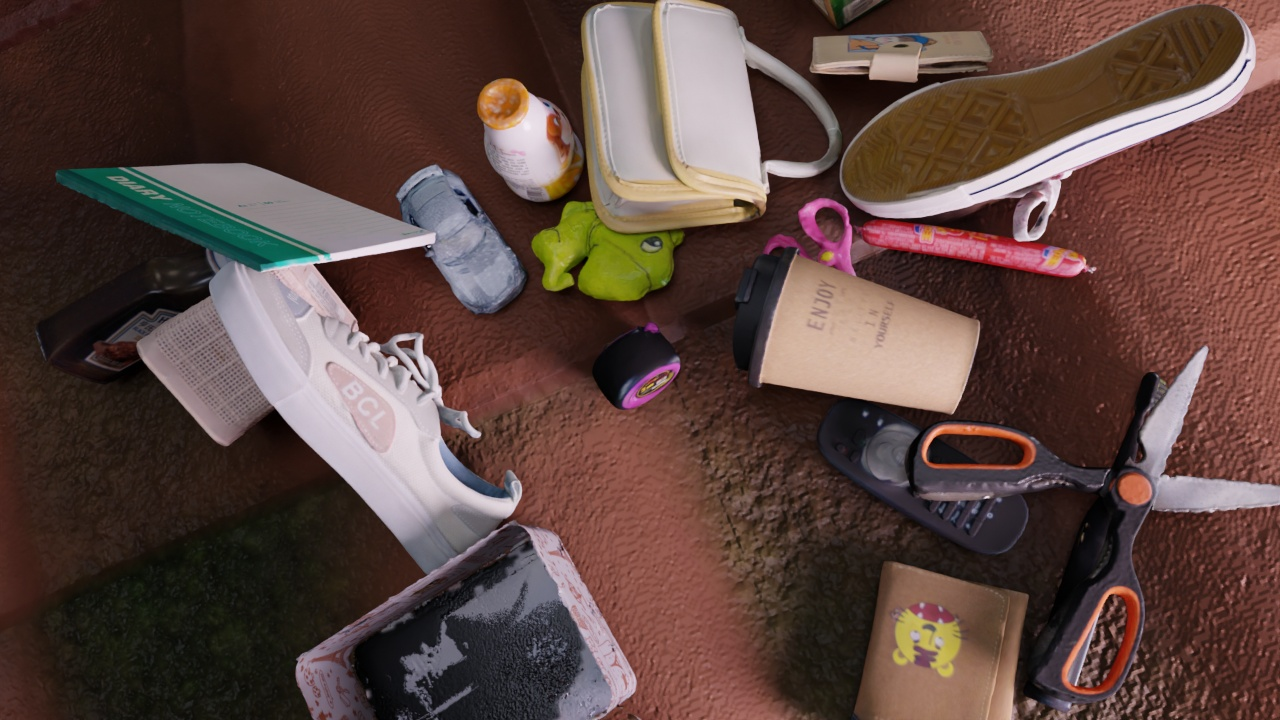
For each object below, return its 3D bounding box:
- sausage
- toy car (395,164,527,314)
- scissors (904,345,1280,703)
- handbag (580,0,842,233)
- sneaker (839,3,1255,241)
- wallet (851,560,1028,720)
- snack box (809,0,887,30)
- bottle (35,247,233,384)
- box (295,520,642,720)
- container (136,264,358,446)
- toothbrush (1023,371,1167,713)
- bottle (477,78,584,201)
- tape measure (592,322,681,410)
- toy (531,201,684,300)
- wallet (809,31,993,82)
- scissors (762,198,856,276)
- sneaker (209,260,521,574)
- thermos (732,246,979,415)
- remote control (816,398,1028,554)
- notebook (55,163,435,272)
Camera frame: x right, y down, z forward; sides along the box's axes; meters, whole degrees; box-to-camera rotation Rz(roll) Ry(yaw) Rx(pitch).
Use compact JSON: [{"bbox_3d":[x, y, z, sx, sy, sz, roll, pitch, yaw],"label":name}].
[{"bbox_3d":[0.220,-0.076,0.610,0.156,0.020,0.020,12,79,13],"label":"sausage"},{"bbox_3d":[-0.133,-0.089,0.675,0.054,0.037,0.120,-37,76,1],"label":"toy car"},{"bbox_3d":[0.267,0.086,0.538,0.221,0.022,0.234,18,78,12],"label":"scissors"},{"bbox_3d":[0.050,-0.178,0.641,0.178,0.063,0.163,-5,71,-4],"label":"handbag"},{"bbox_3d":[0.252,-0.139,0.585,0.242,0.087,0.118,-16,60,29],"label":"sneaker"},{"bbox_3d":[0.180,0.186,0.551,0.090,0.033,0.115,12,76,15],"label":"wallet"},{"bbox_3d":[0.150,-0.303,0.637,0.106,0.118,0.117,-41,72,13],"label":"snack box"},{"bbox_3d":[-0.342,-0.050,0.684,0.195,0.080,0.044,-29,72,0],"label":"bottle"},{"bbox_3d":[-0.079,0.249,0.545,0.179,0.110,0.259,-33,73,2],"label":"box"},{"bbox_3d":[-0.268,-0.015,0.646,0.111,0.090,0.090,-34,108,-1],"label":"container"},{"bbox_3d":[0.279,0.105,0.553,0.027,0.026,0.212,27,81,-19],"label":"toothbrush"},{"bbox_3d":[-0.079,-0.155,0.641,0.063,0.108,0.063,-2,78,11],"label":"bottle"},{"bbox_3d":[-0.004,0.004,0.616,0.057,0.058,0.039,-38,72,3],"label":"tape measure"},{"bbox_3d":[-0.023,-0.075,0.651,0.100,0.031,0.096,41,81,19],"label":"toy"},{"bbox_3d":[0.174,-0.206,0.623,0.115,0.087,0.024,3,116,11],"label":"wallet"},{"bbox_3d":[0.135,-0.041,0.622,0.073,0.017,0.137,-33,78,13],"label":"scissors"},{"bbox_3d":[-0.167,0.025,0.588,0.090,0.089,0.242,-37,108,-7],"label":"sneaker"},{"bbox_3d":[0.131,-0.015,0.575,0.143,0.093,0.093,16,80,12],"label":"thermos"},{"bbox_3d":[0.176,0.073,0.580,0.136,0.024,0.053,32,84,16],"label":"remote control"},{"bbox_3d":[-0.271,-0.105,0.638,0.209,0.150,0.012,22,113,25],"label":"notebook"}]
